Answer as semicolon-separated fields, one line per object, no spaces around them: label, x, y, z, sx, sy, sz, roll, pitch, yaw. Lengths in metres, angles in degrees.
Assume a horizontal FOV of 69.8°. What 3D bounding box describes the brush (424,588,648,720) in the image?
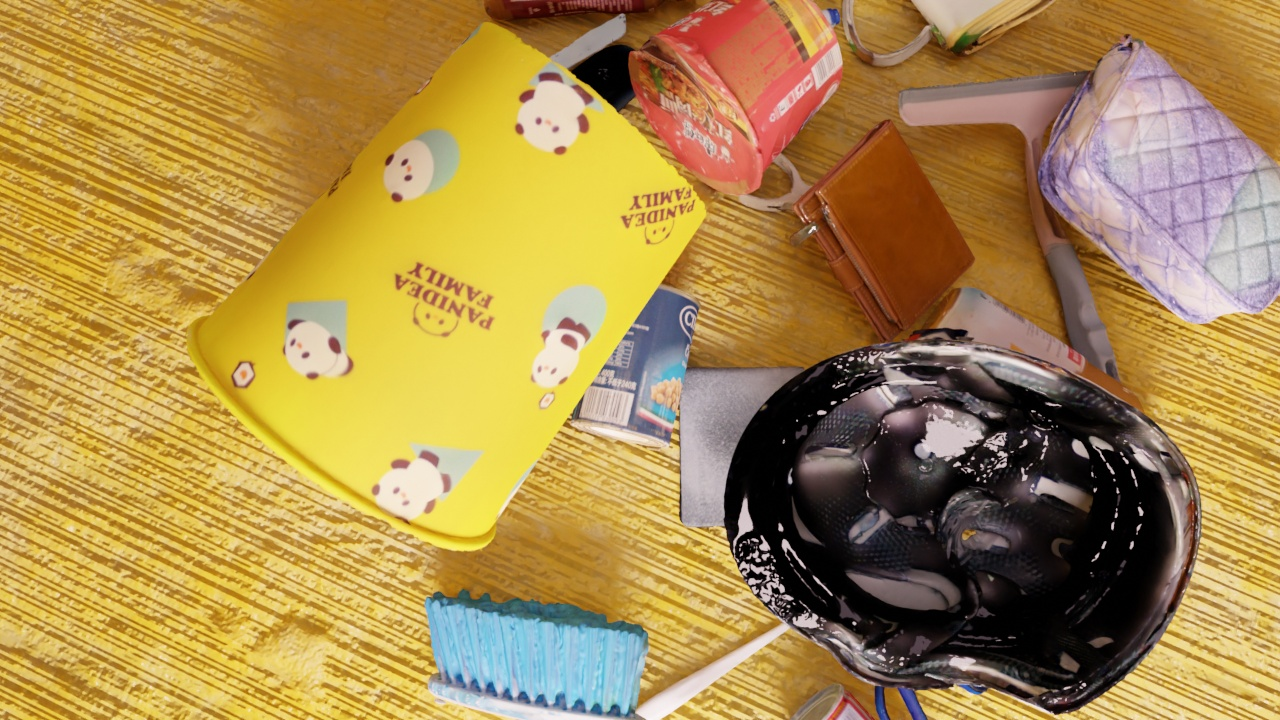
brush;-0.003;0.233;0.619;0.315;0.060;0.109;6;85;14

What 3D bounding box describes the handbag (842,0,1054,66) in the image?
handbag;0.236;-0.323;0.747;0.179;0.063;0.163;-33;80;10

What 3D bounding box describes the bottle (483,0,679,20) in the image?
bottle;-0.039;-0.310;0.742;0.175;0.057;0.057;-2;79;0

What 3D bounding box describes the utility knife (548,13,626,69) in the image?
utility knife;-0.112;-0.212;0.736;0.238;0.018;0.034;-31;78;0

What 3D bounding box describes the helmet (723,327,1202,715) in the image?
helmet;0.202;0.088;0.606;0.274;0.156;0.230;10;103;13

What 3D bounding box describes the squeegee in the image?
squeegee;0.322;-0.095;0.704;0.247;0.040;0.249;-10;84;-18

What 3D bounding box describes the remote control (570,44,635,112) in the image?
remote control;-0.050;-0.207;0.739;0.136;0.024;0.053;-44;79;-7

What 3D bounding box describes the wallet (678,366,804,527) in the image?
wallet;0.077;0.064;0.689;0.097;0.019;0.120;-1;80;3

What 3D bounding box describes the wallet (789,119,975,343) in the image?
wallet;0.179;-0.091;0.675;0.119;0.035;0.130;-42;108;-15

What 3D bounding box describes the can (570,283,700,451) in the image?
can;-0.004;0.004;0.672;0.075;0.075;0.111;12;80;3

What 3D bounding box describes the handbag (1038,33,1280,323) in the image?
handbag;0.387;-0.127;0.669;0.194;0.076;0.134;38;75;-10

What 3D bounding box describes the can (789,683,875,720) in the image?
can;0.145;0.277;0.620;0.066;0.066;0.094;-43;81;-7

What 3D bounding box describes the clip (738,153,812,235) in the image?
clip;0.131;-0.124;0.718;0.100;0.035;0.071;30;81;15

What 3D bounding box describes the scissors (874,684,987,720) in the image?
scissors;0.178;0.192;0.649;0.164;0.012;0.162;10;55;-15

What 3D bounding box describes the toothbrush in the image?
toothbrush;0.069;0.214;0.659;0.180;0.016;0.016;-31;78;-5

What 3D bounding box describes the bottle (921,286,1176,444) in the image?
bottle;0.294;0.020;0.666;0.189;0.068;0.068;35;81;7

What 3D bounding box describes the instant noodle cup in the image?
instant noodle cup;0.077;-0.209;0.687;0.108;0.138;0.138;-42;81;-13

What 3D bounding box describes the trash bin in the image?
trash bin;-0.108;-0.052;0.585;0.229;0.229;0.255;39;92;8

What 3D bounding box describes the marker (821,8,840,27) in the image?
marker;0.092;-0.263;0.752;0.146;0.017;0.017;-16;79;-2
